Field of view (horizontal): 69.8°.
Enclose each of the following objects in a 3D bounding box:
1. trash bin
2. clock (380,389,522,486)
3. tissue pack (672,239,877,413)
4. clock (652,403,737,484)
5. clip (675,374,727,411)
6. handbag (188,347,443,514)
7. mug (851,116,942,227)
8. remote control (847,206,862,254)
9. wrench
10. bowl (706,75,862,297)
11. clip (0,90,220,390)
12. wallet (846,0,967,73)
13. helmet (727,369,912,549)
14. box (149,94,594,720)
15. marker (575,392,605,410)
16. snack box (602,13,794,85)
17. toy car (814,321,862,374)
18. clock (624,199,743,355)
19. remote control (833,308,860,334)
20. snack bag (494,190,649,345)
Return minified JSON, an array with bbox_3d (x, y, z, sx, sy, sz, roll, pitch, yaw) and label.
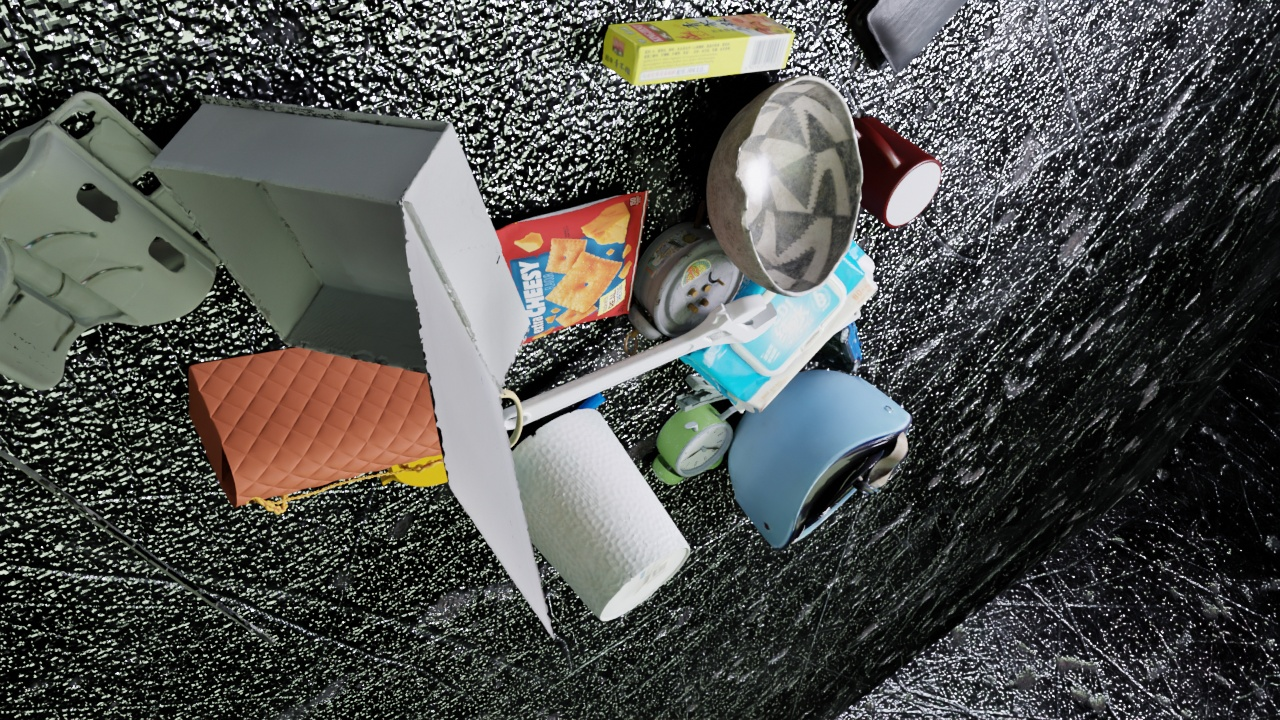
[{"bbox_3d":[-0.043,0.149,0.868,0.133,0.161,0.133,-33,156,-17],"label":"trash bin"},{"bbox_3d":[-0.162,0.066,0.787,0.129,0.043,0.099,-17,139,-22],"label":"clock"},{"bbox_3d":[0.136,-0.053,0.902,0.117,0.066,0.209,39,97,-27],"label":"tissue pack"},{"bbox_3d":[0.061,0.094,1.038,0.094,0.042,0.120,-16,138,-32],"label":"clock"},{"bbox_3d":[0.076,0.033,1.004,0.076,0.023,0.057,-7,135,-38],"label":"clip"},{"bbox_3d":[-0.212,0.044,0.649,0.171,0.109,0.060,-13,136,-36],"label":"handbag"},{"bbox_3d":[0.222,-0.184,0.853,0.073,0.082,0.105,-43,146,2],"label":"mug"},{"bbox_3d":[0.216,-0.130,0.973,0.030,0.009,0.140,-25,143,-24],"label":"remote control"},{"bbox_3d":[-0.005,0.005,0.831,0.273,0.018,0.066,-23,156,2],"label":"wrench"},{"bbox_3d":[0.110,-0.146,0.773,0.178,0.081,0.178,-13,109,-45],"label":"bowl"},{"bbox_3d":[-0.304,-0.058,0.497,0.143,0.073,0.125,-48,145,-10],"label":"clip"},{"bbox_3d":[0.235,-0.308,0.781,0.115,0.026,0.089,-49,144,10],"label":"wallet"},{"bbox_3d":[0.206,0.106,1.083,0.225,0.167,0.265,-42,155,4],"label":"helmet"},{"bbox_3d":[-0.127,0.002,0.475,0.160,0.338,0.167,-25,143,-7],"label":"box"},{"bbox_3d":[-0.091,0.080,0.898,0.142,0.013,0.013,-41,146,-1],"label":"marker"},{"bbox_3d":[0.045,-0.227,0.667,0.147,0.040,0.029,-18,138,-32],"label":"snack box"},{"bbox_3d":[0.226,-0.028,1.057,0.043,0.056,0.120,-58,145,-19],"label":"toy car"},{"bbox_3d":[0.035,-0.063,0.826,0.148,0.056,0.104,-49,146,6],"label":"clock"},{"bbox_3d":[0.195,-0.089,0.959,0.050,0.011,0.136,-32,125,-14],"label":"remote control"},{"bbox_3d":[-0.063,-0.069,0.737,0.143,0.039,0.131,-20,141,-29],"label":"snack bag"}]
